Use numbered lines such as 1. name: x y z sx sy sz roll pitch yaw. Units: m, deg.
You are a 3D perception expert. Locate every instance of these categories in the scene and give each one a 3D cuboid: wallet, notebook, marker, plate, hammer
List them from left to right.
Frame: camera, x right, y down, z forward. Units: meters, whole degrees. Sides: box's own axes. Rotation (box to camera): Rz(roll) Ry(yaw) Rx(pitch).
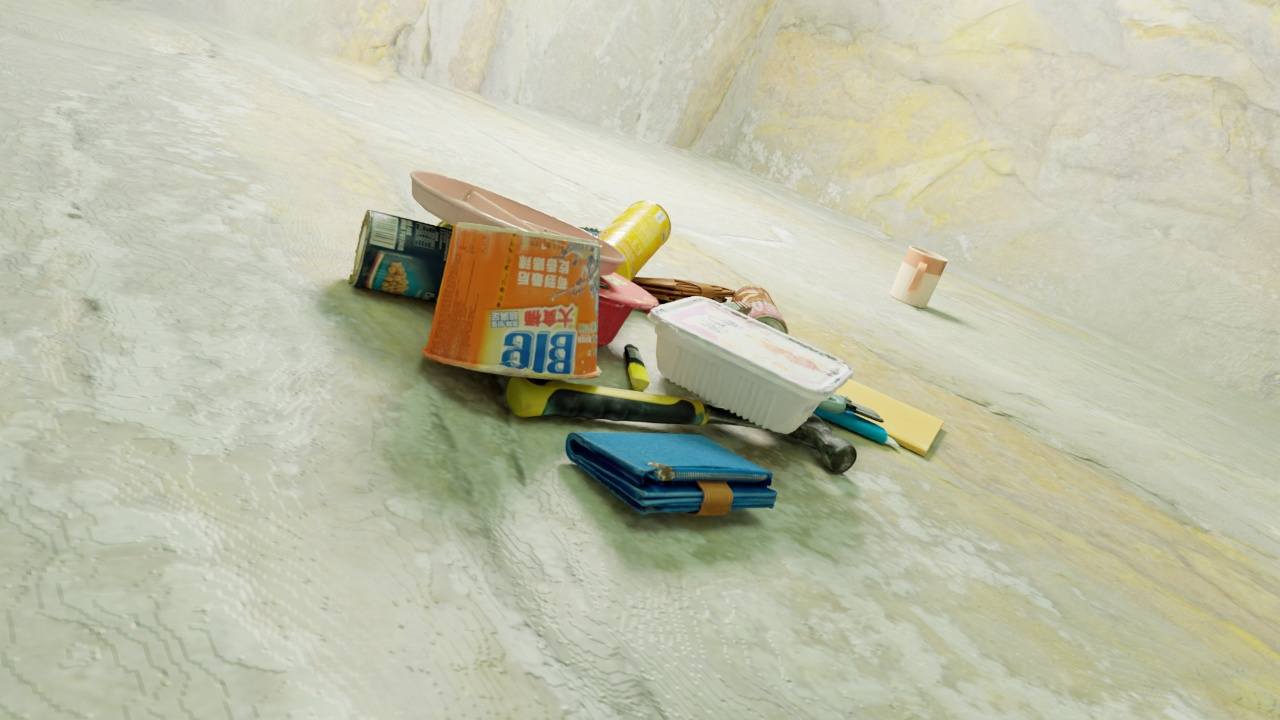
1. plate: -0.124 -0.136 0.925 0.229 0.028 0.229 23 12 -5
2. marker: -0.005 0.005 0.913 0.018 0.015 0.124 17 15 -10
3. wallet: 0.025 0.081 0.680 0.132 0.040 0.106 4 15 -38
4. wallet: 0.045 -0.090 1.184 0.108 0.031 0.131 13 10 40
5. hammer: 0.035 0.045 0.808 0.322 0.032 0.126 8 21 -30
6. notebook: 0.244 0.044 1.061 0.206 0.010 0.145 26 19 19

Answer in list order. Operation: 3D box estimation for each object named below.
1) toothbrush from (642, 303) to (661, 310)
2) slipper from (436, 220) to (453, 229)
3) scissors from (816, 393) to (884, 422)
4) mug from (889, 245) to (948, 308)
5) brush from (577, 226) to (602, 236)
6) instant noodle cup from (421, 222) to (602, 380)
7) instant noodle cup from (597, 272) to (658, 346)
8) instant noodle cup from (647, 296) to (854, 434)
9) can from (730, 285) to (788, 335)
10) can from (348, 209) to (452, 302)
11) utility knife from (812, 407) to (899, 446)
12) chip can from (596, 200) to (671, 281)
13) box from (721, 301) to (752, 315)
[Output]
1. toothbrush: 0.011 -0.065 1.131 0.191 0.016 0.018 12 29 -21
2. slipper: -0.183 -0.137 1.039 0.092 0.082 0.190 32 24 26
3. scissors: 0.178 0.029 0.963 0.185 0.019 0.130 17 13 -45
4. mug: 0.560 -0.166 1.850 0.082 0.106 0.114 24 19 13
5. brush: -0.078 -0.141 1.196 0.143 0.055 0.073 0 30 -47
6. instant noodle cup: -0.100 -0.051 0.761 0.151 0.111 0.151 7 6 -1
7. instant noodle cup: -0.082 -0.070 0.946 0.194 0.066 0.193 23 13 -6
8. instant noodle cup: 0.094 0.006 0.832 0.173 0.060 0.137 25 20 20
9. can: 0.149 -0.051 1.162 0.058 0.058 0.147 18 18 -6
10. can: -0.219 -0.098 0.891 0.111 0.075 0.075 12 20 -23
11. utility knife: 0.201 0.054 0.976 0.160 0.018 0.034 25 19 10
12. chip can: -0.019 -0.142 1.146 0.072 0.072 0.212 22 28 6
13. box: 0.078 -0.028 0.978 0.076 0.087 0.162 12 15 29
